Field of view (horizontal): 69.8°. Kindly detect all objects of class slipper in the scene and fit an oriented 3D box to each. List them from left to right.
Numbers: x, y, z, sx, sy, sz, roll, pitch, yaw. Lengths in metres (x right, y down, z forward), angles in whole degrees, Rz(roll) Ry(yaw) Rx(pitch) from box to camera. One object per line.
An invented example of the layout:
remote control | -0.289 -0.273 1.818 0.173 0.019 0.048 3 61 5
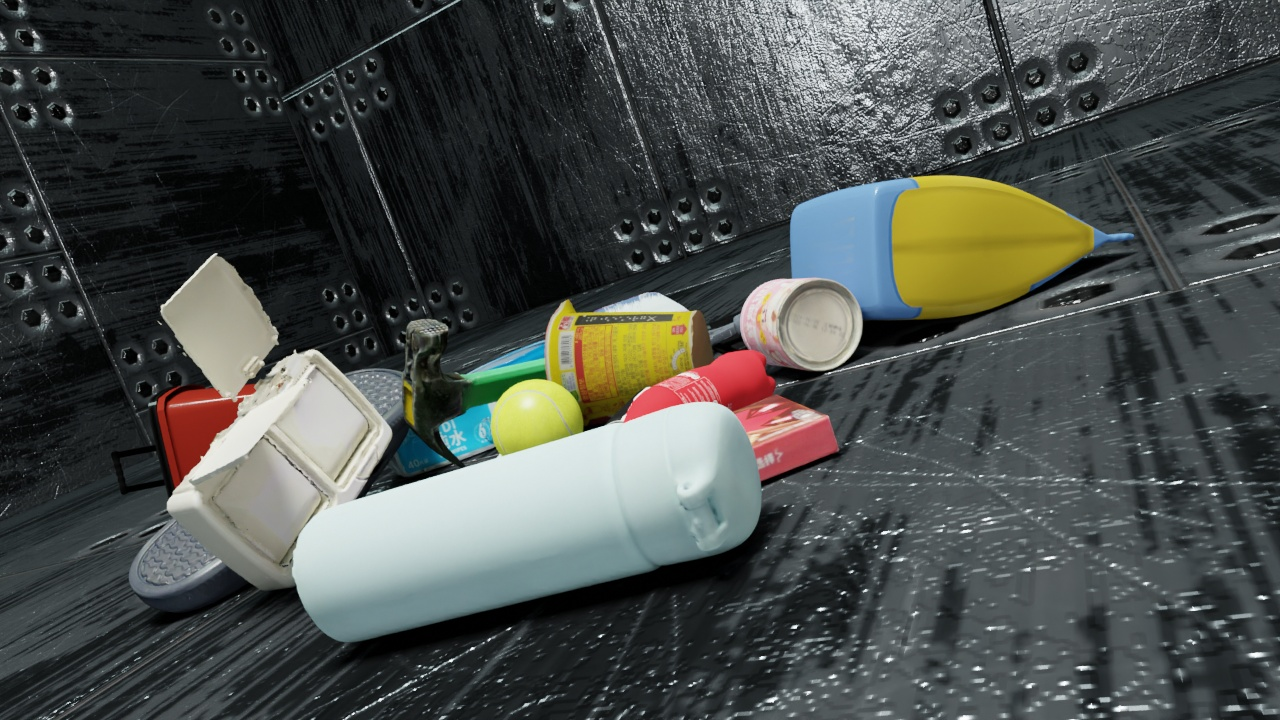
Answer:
slipper | -0.258 0.104 0.709 0.111 0.083 0.267 6 37 30

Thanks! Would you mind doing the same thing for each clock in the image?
clock | -0.143 0.030 0.950 0.161 0.060 0.117 -23 8 -13

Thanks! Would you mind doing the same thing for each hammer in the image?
hammer | -0.057 0.007 0.797 0.317 0.130 0.032 -14 31 -39

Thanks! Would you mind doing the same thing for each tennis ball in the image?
tennis ball | -0.073 0.046 0.650 0.065 0.065 0.065 -19 8 3

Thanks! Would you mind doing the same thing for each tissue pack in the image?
tissue pack | -0.173 0.056 0.844 0.144 0.062 0.093 -20 8 1

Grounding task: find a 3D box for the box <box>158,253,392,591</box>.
box | -0.223 0.041 0.576 0.101 0.187 0.144 -1 45 22

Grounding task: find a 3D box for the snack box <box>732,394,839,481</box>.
snack box | 0.029 0.056 0.490 0.133 0.021 0.089 -21 8 -7

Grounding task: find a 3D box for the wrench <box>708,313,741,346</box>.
wrench | 0.123 -0.046 0.826 0.273 0.022 0.073 -23 7 -4

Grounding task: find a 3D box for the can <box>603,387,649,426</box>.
can | -0.001 0.043 0.616 0.032 0.031 0.080 -17 8 19

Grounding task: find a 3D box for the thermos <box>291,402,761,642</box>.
thermos | -0.050 0.073 0.409 0.207 0.065 0.077 -18 15 17

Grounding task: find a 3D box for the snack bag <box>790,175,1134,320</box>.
snack bag | 0.241 -0.086 0.715 0.205 0.102 0.159 -4 5 -12

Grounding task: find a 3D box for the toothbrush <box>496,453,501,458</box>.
toothbrush | -0.113 0.092 0.578 0.027 0.026 0.222 -47 1 14

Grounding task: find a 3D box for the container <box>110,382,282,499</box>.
container | -0.399 0.094 0.833 0.200 0.148 0.127 -11 6 -6

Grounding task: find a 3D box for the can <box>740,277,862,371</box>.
can | 0.116 -0.027 0.675 0.067 0.067 0.076 -22 9 -12

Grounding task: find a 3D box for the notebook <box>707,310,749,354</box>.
notebook | 0.150 -0.046 0.906 0.169 0.019 0.231 -22 8 -4

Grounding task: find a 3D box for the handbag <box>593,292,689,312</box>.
handbag | -0.009 -0.015 0.963 0.144 0.068 0.169 -19 14 2

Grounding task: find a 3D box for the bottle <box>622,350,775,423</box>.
bottle | 0.030 0.029 0.574 0.141 0.042 0.042 -22 8 -41

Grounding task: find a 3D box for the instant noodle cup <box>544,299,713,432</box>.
instant noodle cup | -0.004 0.004 0.712 0.112 0.100 0.100 -7 11 16
